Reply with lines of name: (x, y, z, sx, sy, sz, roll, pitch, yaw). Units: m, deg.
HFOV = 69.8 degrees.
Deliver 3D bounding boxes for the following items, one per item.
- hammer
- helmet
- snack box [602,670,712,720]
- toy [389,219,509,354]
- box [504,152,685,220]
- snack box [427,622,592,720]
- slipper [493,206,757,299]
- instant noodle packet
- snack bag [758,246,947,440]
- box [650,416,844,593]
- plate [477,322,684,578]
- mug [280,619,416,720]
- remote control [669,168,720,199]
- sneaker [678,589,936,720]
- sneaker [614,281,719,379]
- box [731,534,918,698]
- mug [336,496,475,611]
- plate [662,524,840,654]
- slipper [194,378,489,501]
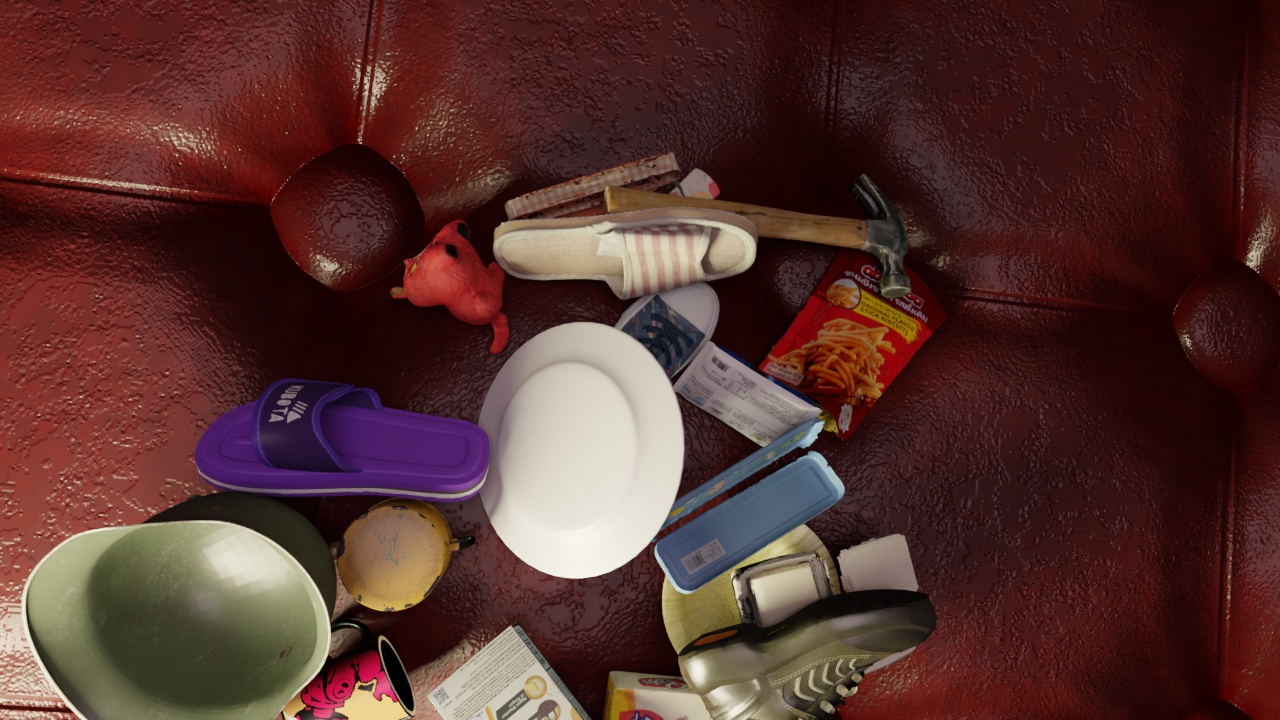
hammer: (0.124, -0.144, 0.942, 0.330, 0.033, 0.132, 5, 71, -16)
helmet: (-0.369, 0.207, 0.810, 0.268, 0.153, 0.227, -18, 105, 19)
snack box: (0.009, 0.432, 0.901, 0.110, 0.062, 0.230, 8, 84, -6)
toy: (-0.184, -0.064, 0.927, 0.094, 0.088, 0.133, -25, 111, 23)
box: (-0.046, -0.160, 0.940, 0.187, 0.056, 0.071, -18, 105, -2)
snack box: (-0.101, 0.354, 0.860, 0.101, 0.032, 0.186, -39, 80, -4)
slipper: (-0.018, -0.102, 0.898, 0.263, 0.115, 0.052, 0, 61, 9)
instant noodle packet: (0.107, 0.040, 0.940, 0.134, 0.087, 0.026, 32, 46, -4)
snack bag: (0.228, -0.027, 0.984, 0.139, 0.067, 0.207, 39, 72, 3)
box: (0.110, 0.142, 0.896, 0.208, 0.086, 0.073, -28, 61, -19)
plate: (-0.068, 0.082, 0.868, 0.243, 0.016, 0.242, -5, 81, 31)
mug: (-0.282, 0.305, 0.871, 0.098, 0.082, 0.118, -25, 61, -9)
remote control: (0.033, -0.153, 0.976, 0.038, 0.018, 0.125, 44, 80, 2)
sneaker: (0.164, 0.300, 0.831, 0.238, 0.101, 0.143, -18, 83, 7)
sneaker: (-0.005, 0.005, 0.926, 0.087, 0.079, 0.235, 41, 82, -3)
box: (0.189, 0.256, 0.911, 0.187, 0.058, 0.144, -13, 88, -6)
mug: (-0.221, 0.182, 0.875, 0.123, 0.094, 0.100, -6, 86, -8)
plate: (0.110, 0.243, 0.943, 0.184, 0.036, 0.184, 1, 85, -8)
slipper: (-0.275, 0.065, 0.857, 0.266, 0.084, 0.107, 6, 45, -6)
